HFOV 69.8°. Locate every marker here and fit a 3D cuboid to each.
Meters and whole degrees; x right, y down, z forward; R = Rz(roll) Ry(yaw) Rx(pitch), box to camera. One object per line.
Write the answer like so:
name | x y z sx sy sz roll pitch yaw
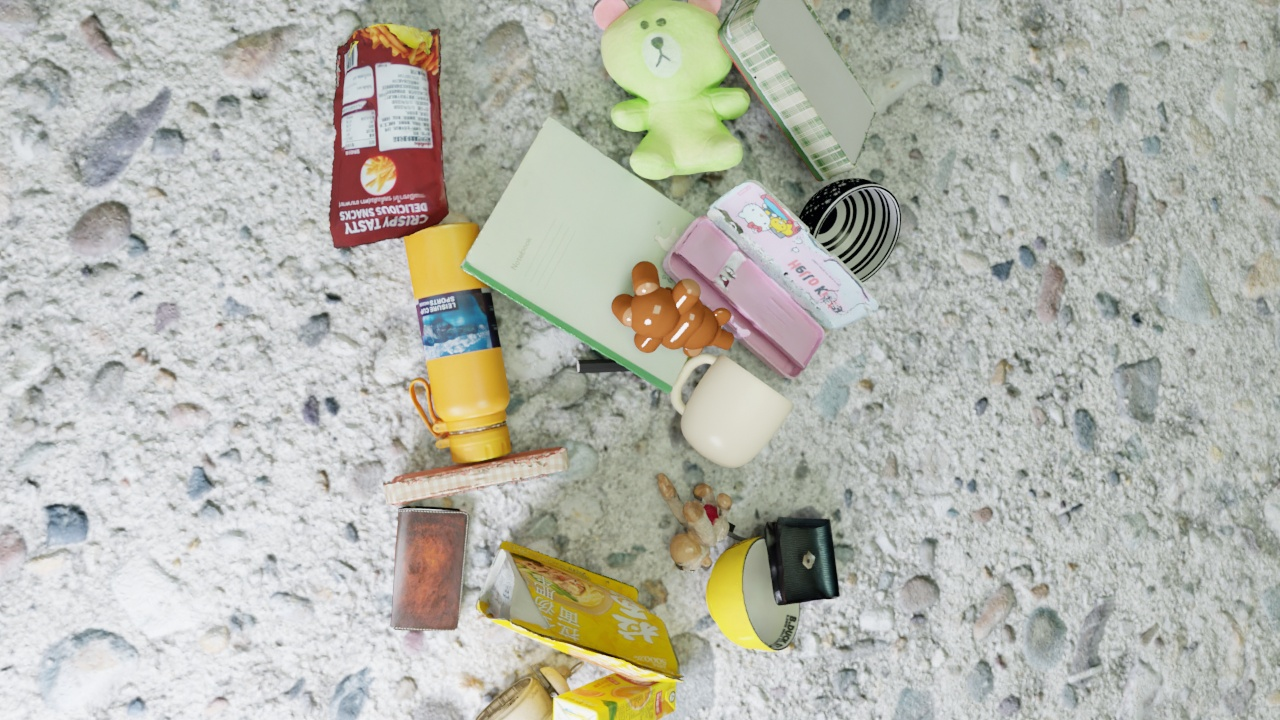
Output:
marker | -0.006 0.006 0.984 0.123 0.021 0.018 -2 135 -11

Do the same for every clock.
clock | -0.115 0.349 0.927 0.140 0.093 0.054 -37 91 -19

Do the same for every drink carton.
drink carton | -0.023 0.348 0.924 0.134 0.059 0.043 1 92 -54

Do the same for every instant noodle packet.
instant noodle packet | -0.059 0.247 0.869 0.163 0.222 0.084 25 81 -13

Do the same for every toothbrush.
toothbrush | 0.148 0.214 1.021 0.167 0.013 0.013 29 76 -11

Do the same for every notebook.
notebook | -0.032 -0.104 0.936 0.252 0.010 0.181 32 77 -19

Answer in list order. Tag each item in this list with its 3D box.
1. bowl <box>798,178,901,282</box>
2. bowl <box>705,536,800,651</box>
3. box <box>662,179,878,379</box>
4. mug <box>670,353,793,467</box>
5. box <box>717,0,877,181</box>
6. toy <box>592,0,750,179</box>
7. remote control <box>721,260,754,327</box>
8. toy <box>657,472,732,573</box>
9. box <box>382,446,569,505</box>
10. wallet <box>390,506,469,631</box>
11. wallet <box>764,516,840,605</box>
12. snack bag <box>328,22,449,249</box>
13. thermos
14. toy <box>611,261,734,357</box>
bowl | 0.216 -0.146 1.003 0.120 0.066 0.120 -15 125 -22
bowl | 0.112 0.250 0.975 0.117 0.068 0.117 27 55 -46
box | 0.134 -0.085 0.964 0.201 0.077 0.146 41 105 -18
mug | 0.085 0.053 0.968 0.120 0.096 0.100 35 93 4
box | 0.169 -0.298 0.963 0.205 0.051 0.117 46 50 -28
toy | 0.037 -0.285 0.958 0.150 0.107 0.196 -7 82 10
remote control | 0.082 -0.062 0.999 0.143 0.024 0.049 -35 93 -15
toy | 0.053 0.178 0.978 0.074 0.085 0.106 -9 113 -33
box | -0.164 0.116 0.922 0.187 0.082 0.041 -9 90 -11
wallet | -0.216 0.212 0.937 0.072 0.019 0.123 5 89 -12
wallet | 0.174 0.215 0.987 0.114 0.026 0.089 12 68 -46
snack bag | -0.250 -0.219 0.896 0.139 0.066 0.207 -4 81 20
thermos | -0.186 -0.015 0.920 0.092 0.076 0.232 -9 93 24
toy | 0.039 -0.045 0.926 0.127 0.065 0.095 19 126 -32
